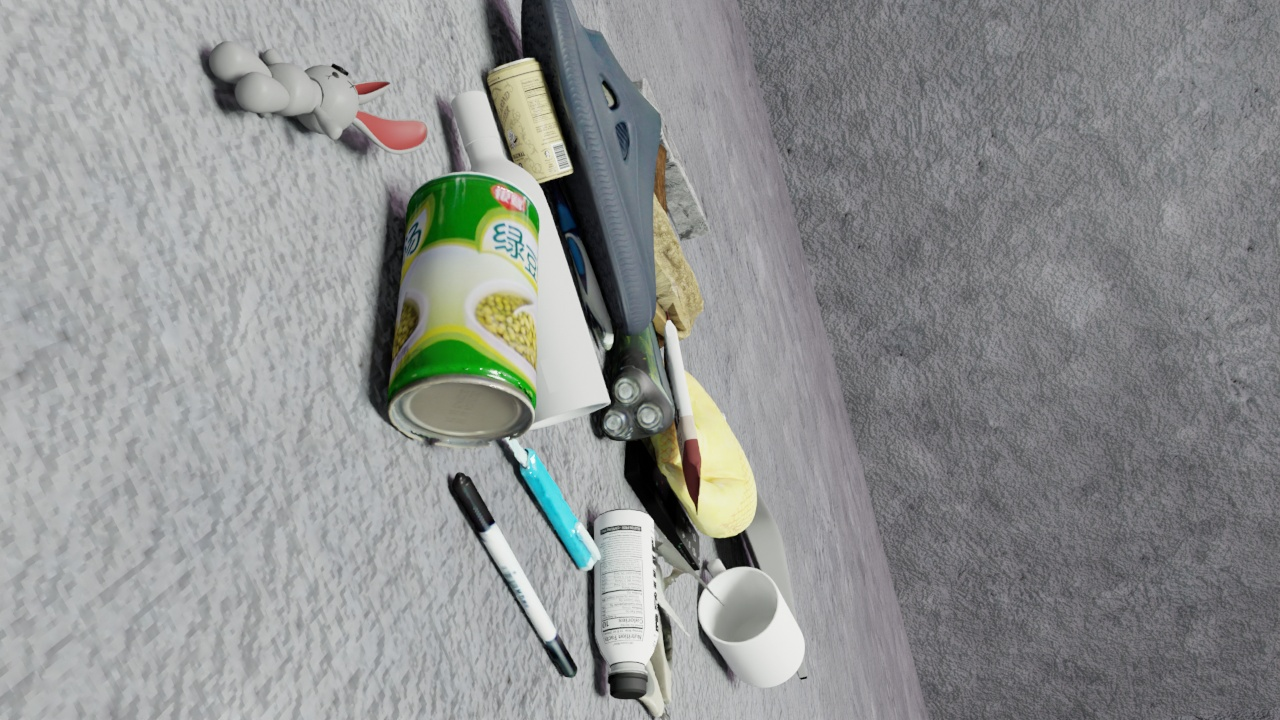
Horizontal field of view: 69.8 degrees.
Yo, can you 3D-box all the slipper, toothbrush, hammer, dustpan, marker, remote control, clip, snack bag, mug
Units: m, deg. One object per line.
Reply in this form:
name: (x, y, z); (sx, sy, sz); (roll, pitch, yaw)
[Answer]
slipper: (-0.017, -0.153, 0.670); (0.111, 0.083, 0.268); (-145, -142, -71)
toothbrush: (-0.054, -0.095, 0.686); (0.017, 0.016, 0.189); (-43, 119, -58)
hammer: (0.025, -0.108, 0.921); (0.218, 0.037, 0.299); (59, 24, -46)
dustpan: (0.117, 0.174, 0.943); (0.163, 0.033, 0.258); (-108, -174, -76)
marker: (-0.065, 0.117, 0.487); (0.011, 0.011, 0.152); (-78, 150, -56)
remote control: (0.021, 0.124, 0.761); (0.034, 0.013, 0.150); (-87, 157, -43)
clip: (0.016, 0.155, 0.677); (0.102, 0.052, 0.057); (54, 43, -27)
snack bag: (0.031, 0.038, 0.717); (0.057, 0.013, 0.157); (90, -7, -53)
mug: (0.094, 0.230, 0.838); (0.110, 0.074, 0.090); (56, -3, 47)

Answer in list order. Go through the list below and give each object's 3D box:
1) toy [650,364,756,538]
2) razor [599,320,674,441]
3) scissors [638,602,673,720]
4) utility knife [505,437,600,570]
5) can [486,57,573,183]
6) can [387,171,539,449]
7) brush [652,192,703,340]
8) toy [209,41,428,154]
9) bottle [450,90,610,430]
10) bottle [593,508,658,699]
toy: (0.049, 0.077, 0.795); (0.155, 0.065, 0.170); (38, 27, -49)
razor: (-0.004, 0.004, 0.706); (0.151, 0.054, 0.067); (-92, 169, -49)
scissors: (0.012, 0.236, 0.643); (0.157, 0.013, 0.166); (-87, 156, -43)
utility knife: (-0.061, 0.064, 0.533); (0.022, 0.015, 0.179); (-85, 157, -49)
can: (-0.075, -0.162, 0.626); (0.038, 0.038, 0.079); (-54, 128, -69)
can: (-0.083, -0.026, 0.441); (0.067, 0.067, 0.120); (53, 29, -54)
brush: (-0.003, -0.104, 0.767); (0.195, 0.043, 0.059); (62, 37, -13)
toy: (-0.137, -0.113, 0.397); (0.049, 0.030, 0.111); (49, 17, 8)
bottle: (-0.071, -0.061, 0.525); (0.052, 0.052, 0.195); (6, 65, -73)
bottle: (-0.009, 0.155, 0.587); (0.041, 0.041, 0.115); (54, 27, -52)
